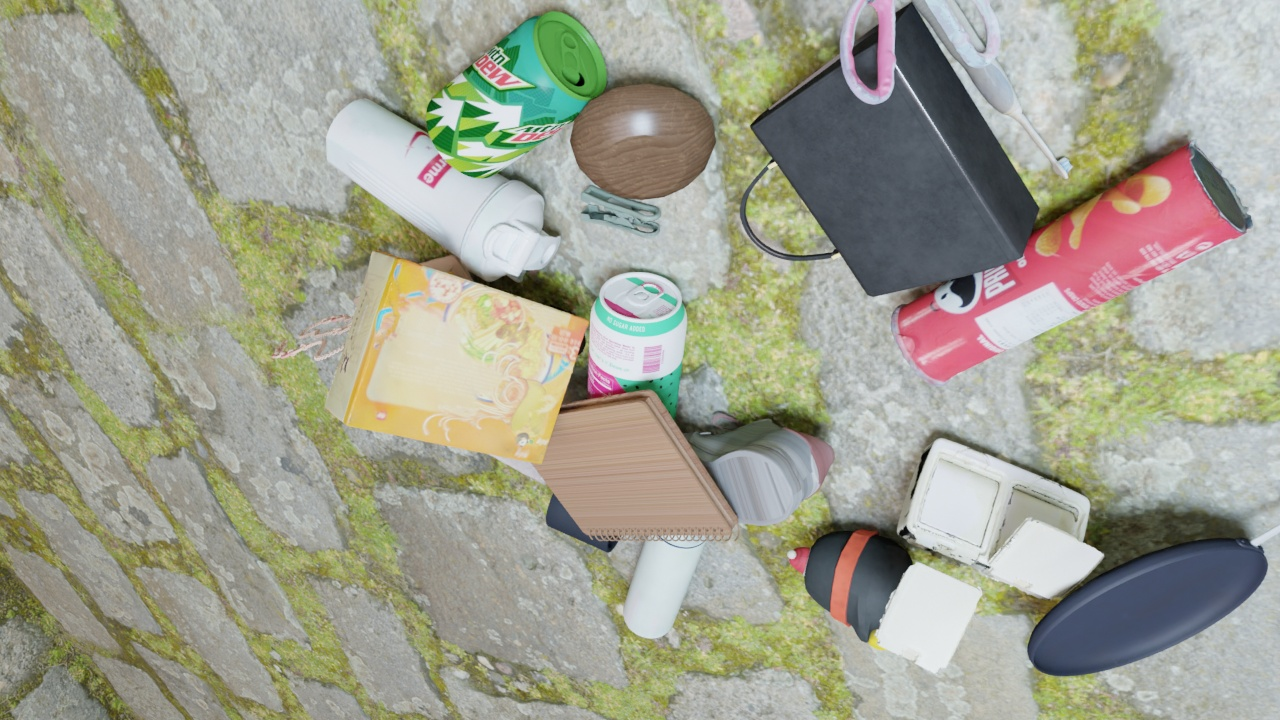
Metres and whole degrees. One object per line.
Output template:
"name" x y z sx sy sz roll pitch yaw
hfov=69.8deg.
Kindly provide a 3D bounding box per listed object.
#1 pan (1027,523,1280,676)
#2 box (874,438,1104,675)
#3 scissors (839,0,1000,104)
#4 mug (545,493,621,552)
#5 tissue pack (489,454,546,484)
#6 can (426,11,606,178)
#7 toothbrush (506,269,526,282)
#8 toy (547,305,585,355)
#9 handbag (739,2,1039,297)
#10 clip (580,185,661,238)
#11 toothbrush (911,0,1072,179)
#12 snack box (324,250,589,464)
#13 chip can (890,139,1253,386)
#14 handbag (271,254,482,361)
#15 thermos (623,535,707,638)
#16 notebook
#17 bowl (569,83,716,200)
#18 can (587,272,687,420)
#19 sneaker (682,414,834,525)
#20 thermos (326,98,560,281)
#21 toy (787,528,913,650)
"pan" 0.460 0.154 0.721 0.198 0.021 0.357 18 128 -33
"box" 0.284 0.162 0.737 0.143 0.193 0.101 21 160 8
"scissors" 0.173 -0.242 0.575 0.014 0.158 0.172 178 94 -67
"mug" -0.053 0.155 1.038 0.077 0.071 0.105 21 110 14
"tissue pack" -0.160 0.067 1.010 0.181 0.071 0.104 33 179 5
"can" -0.103 -0.215 0.752 0.144 0.082 0.083 -22 112 40
"toothbrush" -0.190 -0.139 0.915 0.187 0.012 0.017 37 122 -2
"toy" -0.094 -0.005 0.933 0.076 0.062 0.100 2 118 -16
"handbag" 0.157 -0.128 0.689 0.196 0.072 0.176 -24 111 45
"clip" -0.017 -0.130 0.815 0.076 0.023 0.048 19 134 19
"toothbrush" 0.235 -0.192 0.618 0.185 0.024 0.022 48 173 -12
"snack box" -0.163 -0.002 0.821 0.195 0.145 0.081 17 -178 -37
"chip can" 0.295 -0.061 0.654 0.073 0.072 0.234 46 133 -10
"handbag" -0.253 -0.007 0.929 0.199 0.186 0.116 -5 123 47
"thermos" 0.030 0.231 1.046 0.068 0.067 0.231 24 133 11
"notebook" -0.022 0.111 0.884 0.211 0.022 0.169 -11 119 46
"bowl" 0.002 -0.165 0.731 0.118 0.030 0.118 -1 148 -1
"can" -0.005 0.005 0.869 0.088 0.088 0.166 19 132 16
"sneaker" 0.099 0.101 0.896 0.237 0.089 0.099 -2 106 59
"thermos" -0.184 -0.153 0.843 0.220 0.099 0.100 33 135 9
"toy" 0.210 0.214 0.911 0.119 0.097 0.100 14 114 31
